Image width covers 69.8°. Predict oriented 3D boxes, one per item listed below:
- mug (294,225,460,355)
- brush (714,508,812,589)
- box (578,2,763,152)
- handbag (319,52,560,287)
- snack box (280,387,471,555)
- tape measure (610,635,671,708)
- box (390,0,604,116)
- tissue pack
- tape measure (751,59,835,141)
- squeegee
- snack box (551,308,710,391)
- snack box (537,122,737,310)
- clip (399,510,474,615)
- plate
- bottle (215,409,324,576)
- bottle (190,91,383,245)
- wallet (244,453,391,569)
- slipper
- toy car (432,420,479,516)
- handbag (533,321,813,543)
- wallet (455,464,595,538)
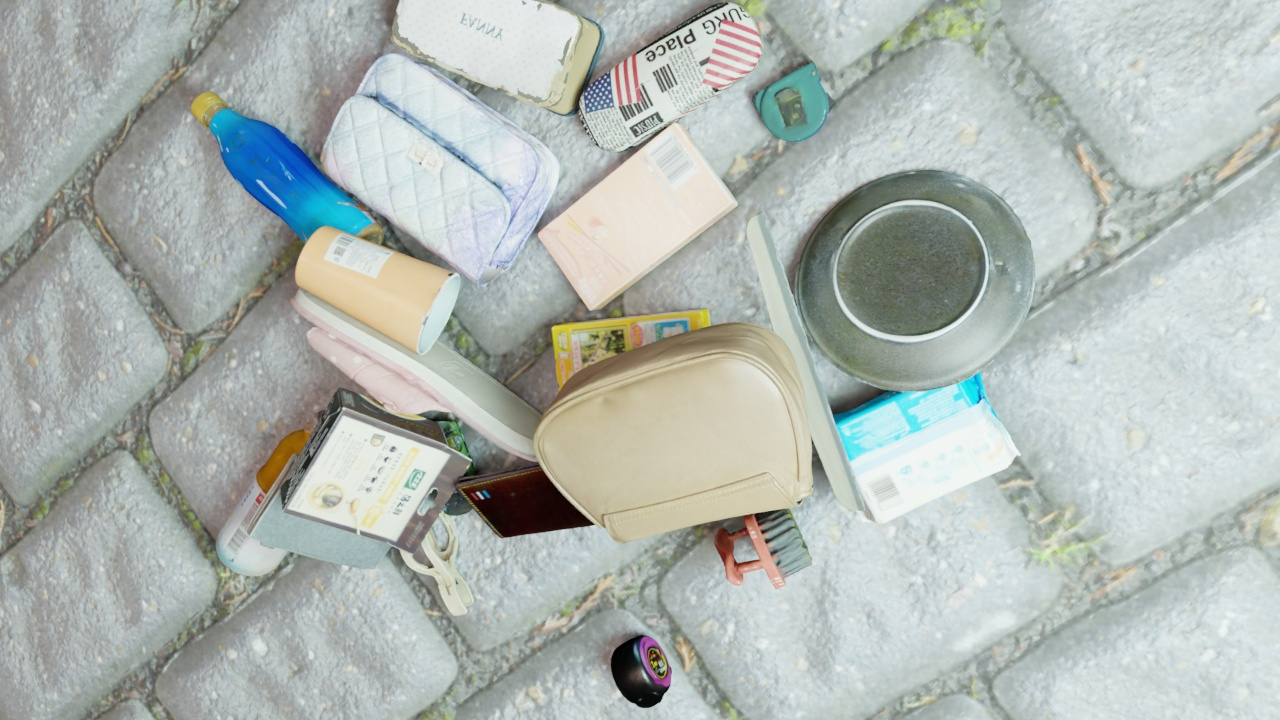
[{"bbox_3d":[-0.227,-0.065,0.789,0.123,0.078,0.078,25,104,-1],"label":"mug"},{"bbox_3d":[0.094,0.146,0.732,0.069,0.145,0.063,-26,89,5],"label":"brush"},{"bbox_3d":[0.025,-0.232,0.758,0.164,0.057,0.071,-25,73,18],"label":"box"},{"bbox_3d":[-0.178,-0.171,0.807,0.194,0.075,0.134,35,106,10],"label":"handbag"},{"bbox_3d":[-0.235,0.100,0.817,0.125,0.053,0.113,26,105,-33],"label":"snack box"},{"bbox_3d":[-0.001,0.280,0.828,0.039,0.057,0.058,-31,97,19],"label":"tape measure"},{"bbox_3d":[-0.118,-0.276,0.784,0.184,0.059,0.090,27,105,9],"label":"box"},{"bbox_3d":[0.217,0.062,0.726,0.140,0.063,0.090,-29,88,18],"label":"tissue pack"},{"bbox_3d":[0.124,-0.204,0.736,0.058,0.025,0.054,-26,89,19],"label":"tape measure"},{"bbox_3d":[0.032,0.030,0.758,0.247,0.039,0.246,-16,101,24],"label":"squeegee"},{"bbox_3d":[-0.005,0.005,0.803,0.140,0.033,0.087,-5,96,16],"label":"snack box"},{"bbox_3d":[-0.004,-0.121,0.786,0.157,0.026,0.084,-36,87,19],"label":"snack box"},{"bbox_3d":[-0.197,0.197,0.871,0.035,0.092,0.103,-17,82,18],"label":"clip"},{"bbox_3d":[0.205,-0.066,0.700,0.180,0.024,0.179,-6,74,21],"label":"plate"},{"bbox_3d":[-0.349,0.130,0.906,0.068,0.068,0.190,40,107,8],"label":"bottle"},{"bbox_3d":[-0.336,-0.172,0.860,0.218,0.065,0.065,43,107,7],"label":"bottle"},{"bbox_3d":[-0.294,0.148,0.877,0.129,0.037,0.107,27,112,-33],"label":"wallet"},{"bbox_3d":[-0.198,0.018,0.825,0.274,0.114,0.054,31,102,4],"label":"slipper"},{"bbox_3d":[-0.179,0.101,0.866,0.043,0.036,0.091,-17,89,17],"label":"toy car"},{"bbox_3d":[0.030,0.055,0.695,0.205,0.099,0.148,-17,109,25],"label":"handbag"},{"bbox_3d":[-0.090,0.125,0.826,0.122,0.020,0.096,-12,137,17],"label":"wallet"}]
